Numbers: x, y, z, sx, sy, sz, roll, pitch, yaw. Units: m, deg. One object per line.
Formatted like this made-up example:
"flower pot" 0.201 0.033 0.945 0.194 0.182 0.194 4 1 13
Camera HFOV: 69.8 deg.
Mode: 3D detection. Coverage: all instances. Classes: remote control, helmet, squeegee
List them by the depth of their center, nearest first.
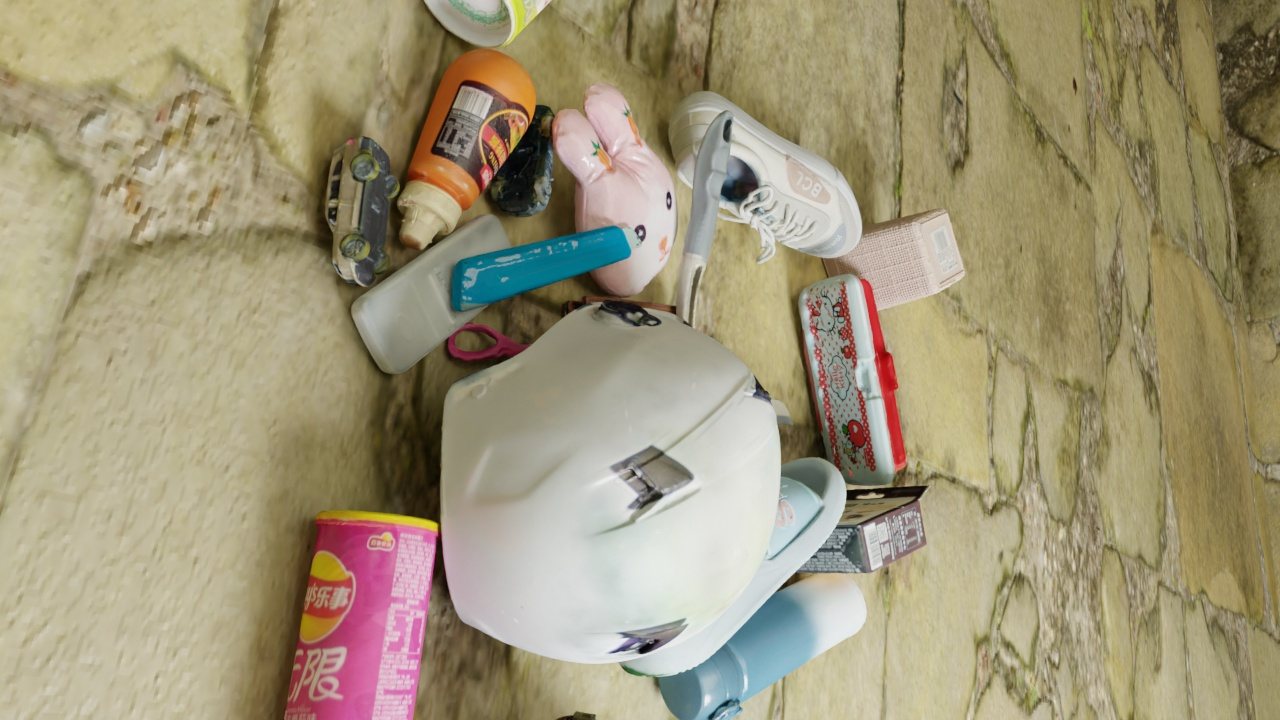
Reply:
"helmet" 0.007 0.085 0.582 0.257 0.146 0.229 -17 119 -42
"remote control" -0.133 -0.047 0.613 0.135 0.020 0.056 -46 126 -40
"squeegee" 0.047 -0.075 0.732 0.246 0.039 0.246 6 89 -46

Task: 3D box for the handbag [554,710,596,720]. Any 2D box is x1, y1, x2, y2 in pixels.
"handbag" -0.025 0.317 0.557 0.205 0.100 0.147 68 32 -45

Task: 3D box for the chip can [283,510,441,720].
"chip can" -0.159 0.192 0.503 0.071 0.072 0.210 20 68 -41

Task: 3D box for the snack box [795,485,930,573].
"snack box" 0.183 0.151 0.820 0.125 0.113 0.053 -6 86 -45

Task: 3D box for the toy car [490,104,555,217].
"toy car" -0.083 -0.146 0.676 0.034 0.043 0.090 60 30 -65

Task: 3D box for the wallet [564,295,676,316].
"wallet" -0.004 0.004 0.729 0.124 0.032 0.101 2 82 -44

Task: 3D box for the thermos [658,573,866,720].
"thermos" 0.104 0.234 0.758 0.219 0.070 0.070 -11 88 -46

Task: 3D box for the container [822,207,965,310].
"container" 0.267 -0.103 0.962 0.090 0.111 0.090 -24 98 -45

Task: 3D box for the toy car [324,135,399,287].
"toy car" -0.175 -0.091 0.571 0.042 0.035 0.090 47 44 -78

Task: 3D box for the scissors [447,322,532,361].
"scissors" -0.075 -0.011 0.652 0.137 0.017 0.083 -29 83 -34

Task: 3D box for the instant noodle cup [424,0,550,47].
"instant noodle cup" -0.096 -0.294 0.656 0.111 0.112 0.123 44 61 -29

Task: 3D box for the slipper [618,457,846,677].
"slipper" 0.064 0.146 0.716 0.244 0.104 0.074 -38 107 -36

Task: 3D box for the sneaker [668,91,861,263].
"sneaker" 0.123 -0.146 0.841 0.242 0.090 0.090 28 47 -33

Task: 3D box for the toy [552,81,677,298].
"toy" -0.018 -0.129 0.710 0.121 0.054 0.159 -55 134 -39

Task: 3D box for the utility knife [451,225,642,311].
"utility knife" -0.061 -0.069 0.641 0.159 0.018 0.034 -20 108 -34

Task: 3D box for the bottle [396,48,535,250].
"bottle" -0.124 -0.139 0.623 0.066 0.067 0.149 36 64 -33

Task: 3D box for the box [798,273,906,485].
"box" 0.217 0.017 0.888 0.095 0.102 0.201 -10 88 -16
